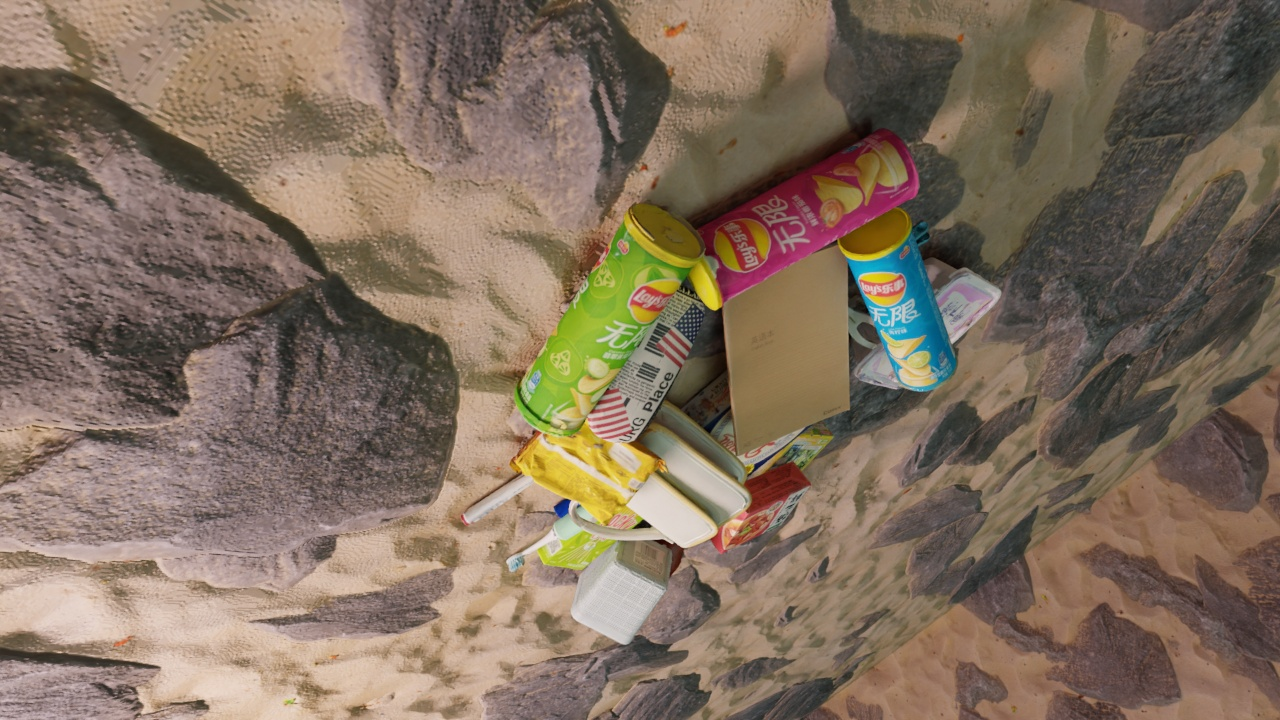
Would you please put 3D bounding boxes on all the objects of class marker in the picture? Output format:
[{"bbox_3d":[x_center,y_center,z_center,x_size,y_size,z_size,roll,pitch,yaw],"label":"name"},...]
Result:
[{"bbox_3d":[-0.036,0.134,1.050,0.146,0.017,0.017,-34,148,2],"label":"marker"},{"bbox_3d":[-0.125,0.128,0.964,0.145,0.017,0.017,-33,148,0],"label":"marker"}]

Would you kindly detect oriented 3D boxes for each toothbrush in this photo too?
[{"bbox_3d":[-0.069,0.183,1.067,0.225,0.027,0.026,-33,141,16],"label":"toothbrush"}]

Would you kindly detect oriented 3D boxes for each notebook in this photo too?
[{"bbox_3d":[0.155,-0.009,0.961,0.149,0.012,0.212,-21,124,-19],"label":"notebook"}]

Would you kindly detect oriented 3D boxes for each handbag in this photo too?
[{"bbox_3d":[0.011,0.146,0.999,0.163,0.063,0.179,40,112,-19],"label":"handbag"}]

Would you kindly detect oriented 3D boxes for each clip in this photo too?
[{"bbox_3d":[0.288,-0.126,0.989,0.057,0.015,0.049,-38,150,5],"label":"clip"},{"bbox_3d":[0.237,-0.044,1.008,0.035,0.094,0.102,-48,156,22],"label":"clip"}]

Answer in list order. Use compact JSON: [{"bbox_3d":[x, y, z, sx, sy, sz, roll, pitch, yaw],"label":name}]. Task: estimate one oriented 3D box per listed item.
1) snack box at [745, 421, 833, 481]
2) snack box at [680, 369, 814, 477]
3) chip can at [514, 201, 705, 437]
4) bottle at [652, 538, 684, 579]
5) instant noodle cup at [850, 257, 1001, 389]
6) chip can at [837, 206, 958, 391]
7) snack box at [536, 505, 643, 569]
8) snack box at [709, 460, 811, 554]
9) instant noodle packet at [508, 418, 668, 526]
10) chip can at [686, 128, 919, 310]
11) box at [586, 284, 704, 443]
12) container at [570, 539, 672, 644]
[{"bbox_3d":[0.187,0.138,1.239,0.086,0.033,0.141,5,134,-45],"label":"snack box"},{"bbox_3d":[0.133,0.062,1.077,0.183,0.045,0.178,-42,147,12],"label":"snack box"},{"bbox_3d":[-0.033,-0.028,0.782,0.072,0.072,0.222,2,133,-43],"label":"chip can"},{"bbox_3d":[0.032,0.256,1.237,0.059,0.059,0.207,0,135,-41],"label":"bottle"},{"bbox_3d":[0.325,-0.049,1.084,0.137,0.060,0.174,12,125,-49],"label":"instant noodle cup"},{"bbox_3d":[0.269,-0.059,0.949,0.071,0.071,0.210,-34,129,1],"label":"chip can"},{"bbox_3d":[-0.045,0.196,1.118,0.156,0.026,0.085,-41,148,12],"label":"snack box"},{"bbox_3d":[0.148,0.198,1.200,0.113,0.044,0.127,-18,149,-32],"label":"snack box"},{"bbox_3d":[-0.049,0.102,0.919,0.128,0.044,0.111,35,118,-15],"label":"instant noodle packet"},{"bbox_3d":[0.137,-0.125,0.804,0.210,0.071,0.071,-30,148,-7],"label":"chip can"},{"bbox_3d":[0.001,0.001,0.852,0.071,0.060,0.164,16,109,-43],"label":"box"},{"bbox_3d":[-0.020,0.285,1.178,0.090,0.089,0.112,29,119,-8],"label":"container"}]
